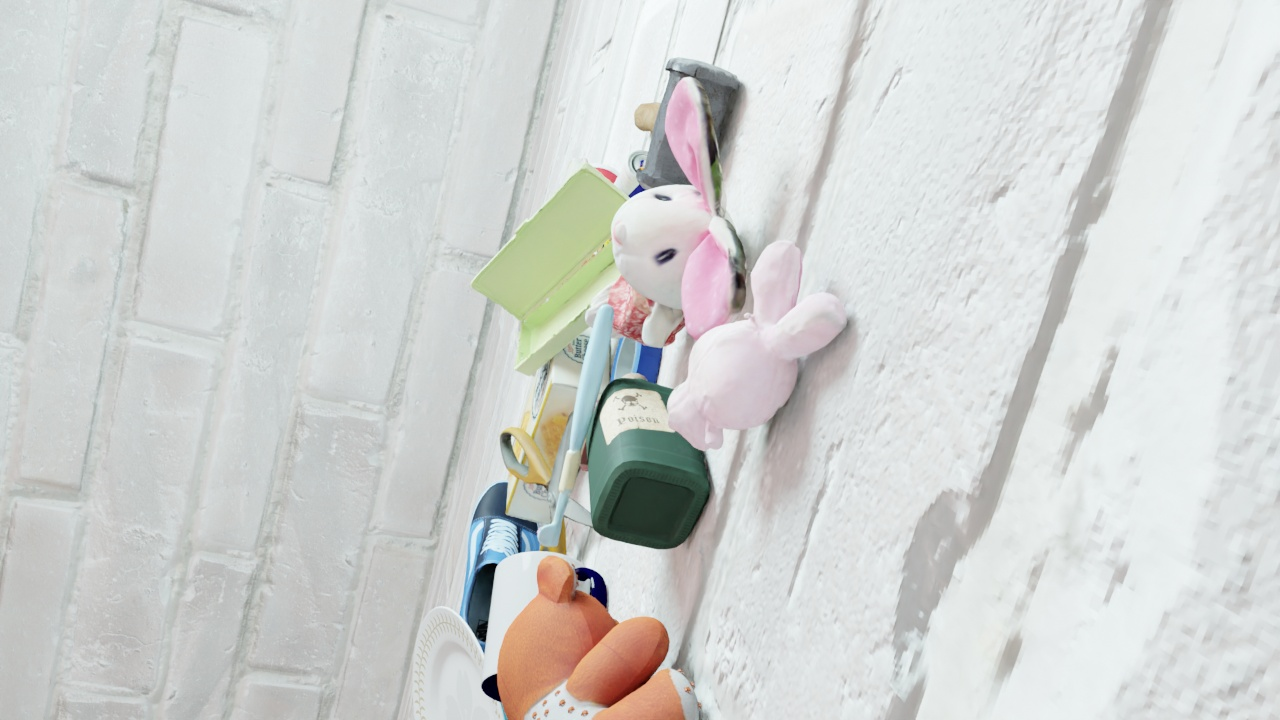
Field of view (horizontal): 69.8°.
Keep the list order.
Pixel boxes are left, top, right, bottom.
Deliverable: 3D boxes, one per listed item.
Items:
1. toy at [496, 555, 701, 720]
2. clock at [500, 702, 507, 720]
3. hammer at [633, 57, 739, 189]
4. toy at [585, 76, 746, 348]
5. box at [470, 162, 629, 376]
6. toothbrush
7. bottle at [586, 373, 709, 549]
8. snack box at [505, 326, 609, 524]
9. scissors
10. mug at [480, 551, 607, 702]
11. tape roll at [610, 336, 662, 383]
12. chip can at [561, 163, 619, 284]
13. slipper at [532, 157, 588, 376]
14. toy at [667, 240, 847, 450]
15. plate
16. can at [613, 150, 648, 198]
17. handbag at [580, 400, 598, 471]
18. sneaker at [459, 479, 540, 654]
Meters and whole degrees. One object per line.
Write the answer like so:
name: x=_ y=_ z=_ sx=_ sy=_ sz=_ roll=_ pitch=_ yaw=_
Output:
toy: x=-0.030 y=0.205 z=0.526 sx=0.172 sy=0.092 sz=0.164 roll=-123 pitch=43 yaw=-55
clock: x=-0.107 y=0.304 z=0.835 sx=0.129 sy=0.043 sz=0.099 roll=-116 pitch=40 yaw=-59
hammer: x=0.020 y=-0.204 z=0.781 sx=0.328 sy=0.052 sz=0.098 roll=-108 pitch=33 yaw=-71
toy: x=0.017 y=-0.064 z=0.576 sx=0.195 sy=0.084 sz=0.159 roll=136 pitch=132 yaw=-65
box: x=-0.066 y=-0.079 z=0.843 sx=0.189 sy=0.066 sz=0.127 roll=-40 pitch=78 yaw=35
toothbrush: x=-0.039 y=0.040 z=0.573 sx=0.022 sy=0.016 sz=0.155 roll=21 pitch=-97 yaw=-67
bottle: x=0.000 y=0.051 z=0.575 sx=0.131 sy=0.061 sz=0.061 roll=-99 pitch=28 yaw=-58
snack box: x=-0.087 y=0.064 z=0.937 sx=0.104 sy=0.057 sz=0.208 roll=-92 pitch=19 yaw=-47
scissors: x=-0.084 y=0.138 z=0.835 sx=0.225 sy=0.016 sz=0.230 roll=23 pitch=114 yaw=58
mug: x=-0.069 y=0.205 z=0.716 sx=0.112 sy=0.078 sz=0.096 roll=-31 pitch=40 yaw=32
tape roll: x=-0.005 y=0.004 z=0.737 sx=0.093 sy=0.016 sz=0.091 roll=-146 pitch=69 yaw=-76
chip can: x=-0.058 y=-0.110 z=0.995 sx=0.052 sy=0.051 sz=0.214 roll=129 pitch=150 yaw=-63
slipper: x=-0.089 y=-0.108 z=1.115 sx=0.114 sy=0.054 sz=0.274 roll=-128 pitch=49 yaw=-73
toy: x=0.054 y=-0.001 z=0.438 sx=0.110 sy=0.047 sz=0.063 roll=-56 pitch=30 yaw=35
plate: x=-0.166 y=0.354 z=0.865 sx=0.243 sy=0.016 sz=0.242 roll=8 pitch=99 yaw=57
can: x=-0.010 y=-0.165 z=0.885 sx=0.095 sy=0.032 sz=0.032 roll=132 pitch=149 yaw=-64
handbag: x=-0.040 y=0.078 z=0.812 sx=0.120 sy=0.029 sz=0.055 roll=119 pitch=155 yaw=-66
sneaker: x=-0.142 y=0.211 z=0.968 sx=0.240 sy=0.083 sz=0.098 roll=-87 pitch=17 yaw=-46
